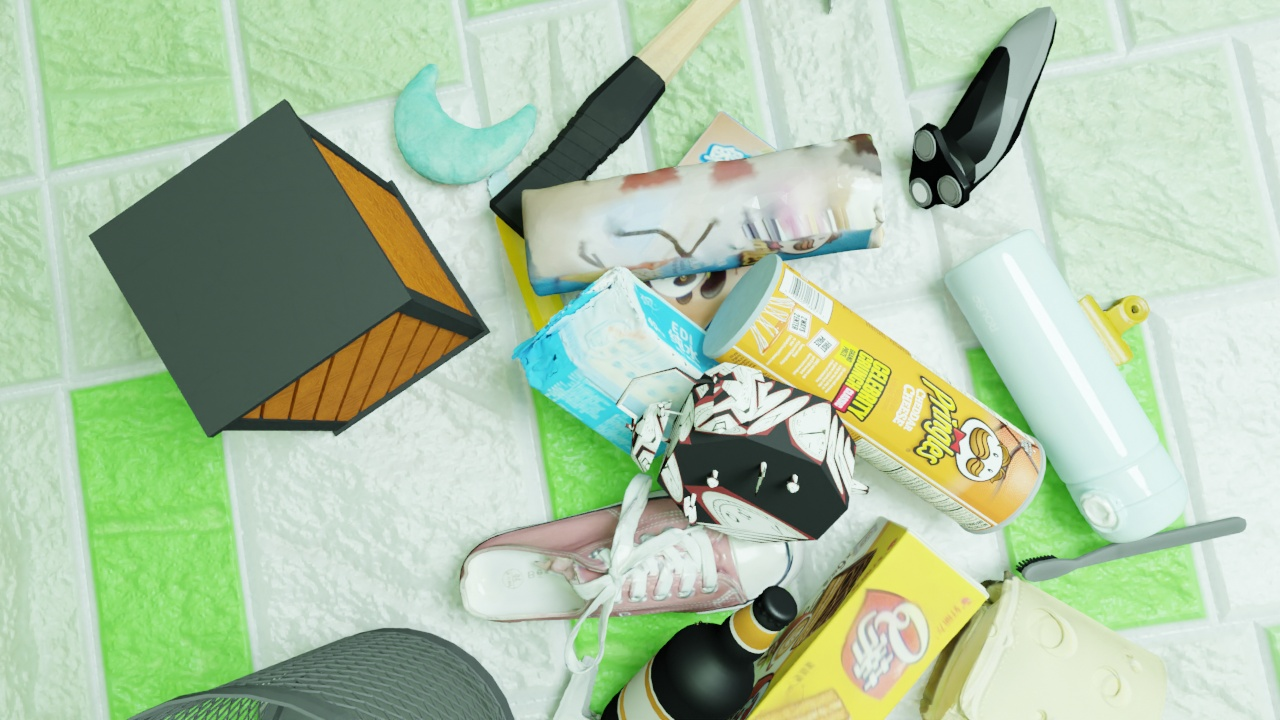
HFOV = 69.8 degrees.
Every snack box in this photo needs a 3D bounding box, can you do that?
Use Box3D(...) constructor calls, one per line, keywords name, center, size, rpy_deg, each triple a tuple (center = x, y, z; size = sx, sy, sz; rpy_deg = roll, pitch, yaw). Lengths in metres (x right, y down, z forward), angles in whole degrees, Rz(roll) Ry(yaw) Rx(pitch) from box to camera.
Box3D(name="snack box", center=(0.112, 0.208, 0.584), size=(0.061, 0.110, 0.230), rpy_deg=(40, 90, 8))
Box3D(name="snack box", center=(0.046, -0.089, 0.651), size=(0.087, 0.034, 0.151), rpy_deg=(38, 90, 7))

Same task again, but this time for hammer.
Box3D(name="hammer", center=(0.017, -0.217, 0.657), size=(0.131, 0.039, 0.328), rpy_deg=(42, 89, 5))

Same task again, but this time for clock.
Box3D(name="clock", center=(0.053, 0.058, 0.547), size=(0.154, 0.115, 0.064), rpy_deg=(35, 49, -20))

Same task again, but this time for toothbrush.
Box3D(name="toothbrush", center=(0.324, 0.122, 0.601), size=(0.167, 0.013, 0.013), rpy_deg=(-9, 102, -9))

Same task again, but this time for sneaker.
Box3D(name="sneaker", center=(-0.009, 0.136, 0.612), size=(0.241, 0.088, 0.118), rpy_deg=(-9, 85, 3))

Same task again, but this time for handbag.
Box3D(name="handbag", center=(0.255, 0.209, 0.586), size=(0.119, 0.081, 0.111), rpy_deg=(28, 75, 10))

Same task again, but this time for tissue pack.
Box3D(name="tissue pack", center=(-0.004, 0.003, 0.598), size=(0.093, 0.144, 0.061), rpy_deg=(-33, 40, 26))

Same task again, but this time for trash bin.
Box3D(name="trash bin", center=(-0.188, 0.279, 0.550), size=(0.218, 0.227, 0.217), rpy_deg=(0, 86, 5))
Box3D(name="trash bin", center=(-0.215, -0.047, 0.604), size=(0.140, 0.172, 0.139), rpy_deg=(-34, 83, 2))

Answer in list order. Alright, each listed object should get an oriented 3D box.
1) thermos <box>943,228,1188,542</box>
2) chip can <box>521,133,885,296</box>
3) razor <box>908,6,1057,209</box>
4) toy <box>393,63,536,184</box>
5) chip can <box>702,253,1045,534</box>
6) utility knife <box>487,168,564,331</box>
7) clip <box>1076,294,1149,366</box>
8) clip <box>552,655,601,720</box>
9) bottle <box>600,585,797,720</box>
Box3D(name="thermos", center=(0.280, 0.017, 0.604), size=(0.077, 0.065, 0.207), rpy_deg=(-23, 82, -37))
Box3D(name="chip can", center=(0.038, -0.093, 0.594), size=(0.229, 0.080, 0.079), rpy_deg=(-8, 85, 5))
Box3D(name="razor", center=(0.240, -0.175, 0.630), size=(0.060, 0.057, 0.156), rpy_deg=(42, 82, -21))
Box3D(name="toy", center=(-0.135, -0.169, 0.678), size=(0.105, 0.033, 0.085), rpy_deg=(24, 77, 8))
Box3D(name="chip can", center=(0.148, 0.024, 0.580), size=(0.215, 0.075, 0.075), rpy_deg=(33, 89, -11))
Box3D(name="utility knife", center=(-0.076, -0.061, 0.670), size=(0.030, 0.017, 0.179), rpy_deg=(-21, 84, -1))
Box3D(name="clip", center=(0.321, -0.025, 0.629), size=(0.048, 0.045, 0.054), rpy_deg=(-27, 80, -40))
Box3D(name="clip", center=(-0.037, 0.265, 0.647), size=(0.058, 0.050, 0.102), rpy_deg=(25, 89, 0))
Box3D(name="bottle", center=(0.038, 0.196, 0.570), size=(0.059, 0.059, 0.182), rpy_deg=(40, 127, 7))
